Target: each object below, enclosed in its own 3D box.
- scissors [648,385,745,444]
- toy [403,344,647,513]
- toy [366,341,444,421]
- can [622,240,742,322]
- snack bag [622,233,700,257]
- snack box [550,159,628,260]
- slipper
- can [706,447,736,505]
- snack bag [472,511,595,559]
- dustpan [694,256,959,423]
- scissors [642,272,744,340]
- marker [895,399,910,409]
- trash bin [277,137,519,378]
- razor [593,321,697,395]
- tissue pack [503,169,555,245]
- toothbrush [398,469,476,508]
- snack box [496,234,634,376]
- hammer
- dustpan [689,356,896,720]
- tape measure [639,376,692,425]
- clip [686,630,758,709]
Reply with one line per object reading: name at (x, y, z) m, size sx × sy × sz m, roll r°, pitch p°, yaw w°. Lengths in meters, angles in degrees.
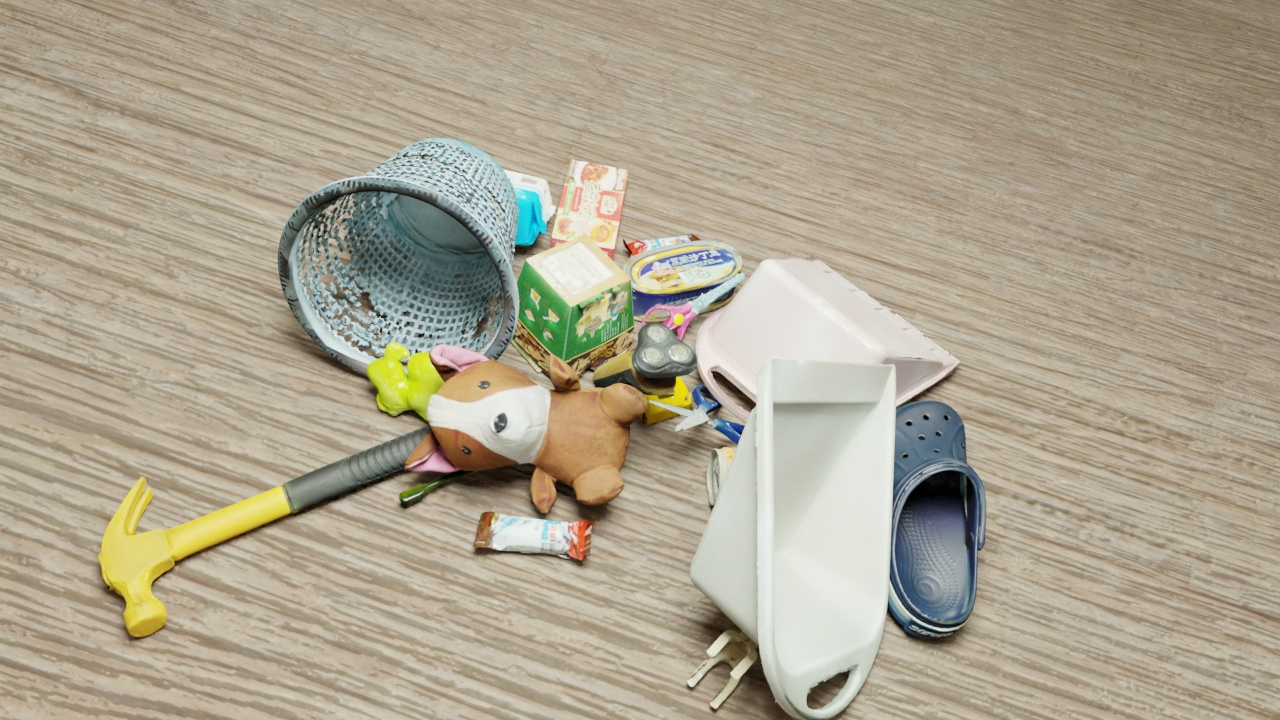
scissors at (0.061, 0.050, 0.893) m, size 0.166 × 0.012 × 0.155 m, roll 30°, pitch 19°, yaw -27°
toy at (-0.103, 0.061, 0.825) m, size 0.199 × 0.130 × 0.140 m, roll 16°, pitch 85°, yaw -6°
toy at (-0.209, 0.024, 0.878) m, size 0.100 × 0.097 × 0.031 m, roll -13°, pitch 15°, yaw 10°
can at (0.045, -0.091, 1.041) m, size 0.148 × 0.049 × 0.074 m, roll -14°, pitch 54°, yaw -21°
snack bag at (0.029, -0.130, 1.086) m, size 0.105 × 0.026 × 0.045 m, roll -10°, pitch 43°, yaw -23°
snack box at (-0.060, -0.183, 1.112) m, size 0.075 × 0.026 × 0.152 m, roll 10°, pitch 49°, yaw -2°
slipper at (0.271, 0.133, 0.871) m, size 0.105 × 0.095 × 0.252 m, roll 14°, pitch 52°, yaw -3°
can at (0.140, 0.115, 0.880) m, size 0.146 × 0.058 × 0.058 m, roll 4°, pitch 50°, yaw -9°
snack bag at (-0.094, 0.155, 0.820) m, size 0.104 × 0.026 × 0.048 m, roll 9°, pitch 37°, yaw -5°
dustpan at (0.188, -0.010, 1.010) m, size 0.222 × 0.139 × 0.272 m, roll 42°, pitch 22°, yaw 28°
scissors at (0.061, -0.059, 1.005) m, size 0.133 × 0.017 × 0.054 m, roll -34°, pitch 103°, yaw -11°
marker at (0.301, 0.031, 1.015) m, size 0.123 × 0.015 × 0.018 m, roll -26°, pitch 61°, yaw -33°
trash bin at (-0.213, -0.117, 0.921) m, size 0.226 × 0.227 × 0.194 m, roll 13°, pitch 36°, yaw -1°
razor at (-0.005, 0.005, 0.886) m, size 0.062 × 0.168 × 0.067 m, roll -7°, pitch 85°, yaw -23°
tissue pack at (-0.170, -0.178, 1.050) m, size 0.140 × 0.063 × 0.089 m, roll 12°, pitch 28°, yaw -2°
toothbrush at (-0.142, 0.096, 0.869) m, size 0.185 × 0.017 × 0.012 m, roll -23°, pitch 56°, yaw -30°
snack box at (-0.071, -0.062, 0.955) m, size 0.118 × 0.106 × 0.117 m, roll -28°, pitch 60°, yaw -31°
hammer at (-0.308, 0.120, 0.802) m, size 0.300 × 0.033 × 0.128 m, roll -22°, pitch 59°, yaw -27°
dustpan at (0.158, 0.147, 0.747) m, size 0.143 × 0.258 × 0.222 m, roll 36°, pitch 21°, yaw 35°
tape measure at (0.020, 0.034, 0.944) m, size 0.060 × 0.029 × 0.057 m, roll -15°, pitch 54°, yaw -23°
clip at (0.085, 0.238, 0.762) m, size 0.035 × 0.094 × 0.102 m, roll 40°, pitch 65°, yaw 21°
